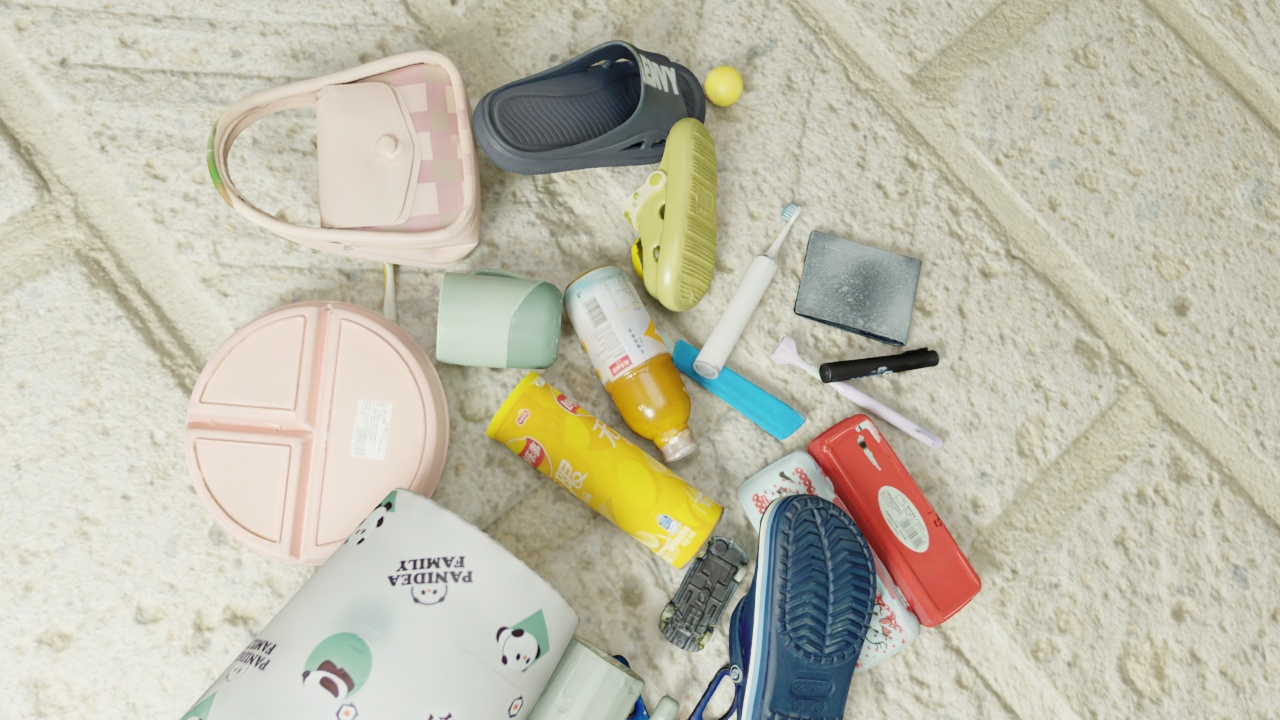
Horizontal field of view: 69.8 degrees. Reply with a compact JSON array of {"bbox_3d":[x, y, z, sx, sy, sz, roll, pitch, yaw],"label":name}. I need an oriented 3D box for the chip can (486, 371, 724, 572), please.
[{"bbox_3d":[-0.032,0.098,0.815,0.213,0.072,0.072,36,72,1],"label":"chip can"}]

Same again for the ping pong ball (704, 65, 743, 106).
[{"bbox_3d":[0.087,-0.285,0.954,0.040,0.040,0.040,2,74,-8],"label":"ping pong ball"}]

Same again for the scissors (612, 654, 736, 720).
[{"bbox_3d":[0.024,0.326,0.789,0.162,0.012,0.176,-31,80,-16],"label":"scissors"}]

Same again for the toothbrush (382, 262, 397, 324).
[{"bbox_3d":[-0.242,-0.093,0.865,0.018,0.016,0.191,-7,75,1],"label":"toothbrush"}]

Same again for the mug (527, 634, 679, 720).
[{"bbox_3d":[-0.039,0.297,0.751,0.124,0.084,0.103,35,78,-14],"label":"mug"}]

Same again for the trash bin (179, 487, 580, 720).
[{"bbox_3d":[-0.188,0.249,0.678,0.229,0.230,0.251,35,67,2],"label":"trash bin"}]

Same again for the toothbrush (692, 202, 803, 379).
[{"bbox_3d":[0.112,-0.075,0.902,0.026,0.027,0.220,27,65,8],"label":"toothbrush"}]

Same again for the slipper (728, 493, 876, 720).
[{"bbox_3d":[0.131,0.238,0.795,0.105,0.095,0.253,6,90,-26],"label":"slipper"}]

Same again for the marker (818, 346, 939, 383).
[{"bbox_3d":[0.234,0.004,0.895,0.131,0.020,0.022,-8,56,-22],"label":"marker"}]

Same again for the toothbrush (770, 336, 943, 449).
[{"bbox_3d":[0.214,0.036,0.897,0.189,0.021,0.029,31,110,-1],"label":"toothbrush"}]

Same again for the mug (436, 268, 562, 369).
[{"bbox_3d":[-0.127,-0.044,0.841,0.106,0.082,0.111,4,43,-7],"label":"mug"}]

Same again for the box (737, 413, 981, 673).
[{"bbox_3d":[0.201,0.164,0.843,0.160,0.060,0.201,-30,80,-11],"label":"box"}]

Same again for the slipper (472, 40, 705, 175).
[{"bbox_3d":[-0.028,-0.244,0.874,0.267,0.084,0.110,-21,82,-34],"label":"slipper"}]

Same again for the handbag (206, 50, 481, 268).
[{"bbox_3d":[-0.266,-0.181,0.835,0.234,0.093,0.193,-4,74,-15],"label":"handbag"}]

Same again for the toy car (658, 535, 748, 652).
[{"bbox_3d":[0.056,0.207,0.818,0.049,0.031,0.105,32,74,0],"label":"toy car"}]

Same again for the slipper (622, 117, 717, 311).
[{"bbox_3d":[0.029,-0.140,0.893,0.082,0.091,0.190,1,80,31],"label":"slipper"}]

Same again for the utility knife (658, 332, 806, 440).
[{"bbox_3d":[0.071,0.015,0.881,0.191,0.018,0.034,34,66,4],"label":"utility knife"}]

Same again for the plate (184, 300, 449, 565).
[{"bbox_3d":[-0.280,0.060,0.785,0.229,0.028,0.229,0,84,-1],"label":"plate"}]

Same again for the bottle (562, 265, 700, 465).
[{"bbox_3d":[-0.005,0.005,0.845,0.068,0.068,0.189,-26,80,-15],"label":"bottle"}]

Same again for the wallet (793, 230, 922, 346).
[{"bbox_3d":[0.220,-0.074,0.929,0.121,0.019,0.097,16,71,-2],"label":"wallet"}]
